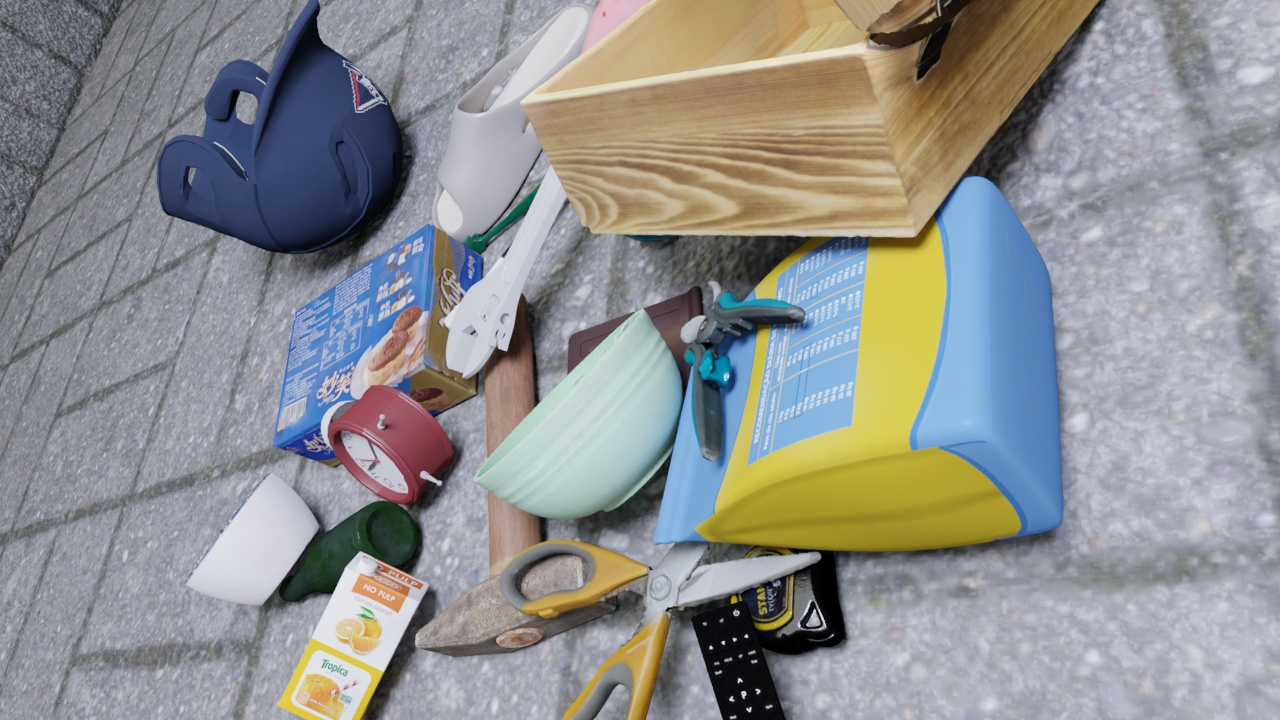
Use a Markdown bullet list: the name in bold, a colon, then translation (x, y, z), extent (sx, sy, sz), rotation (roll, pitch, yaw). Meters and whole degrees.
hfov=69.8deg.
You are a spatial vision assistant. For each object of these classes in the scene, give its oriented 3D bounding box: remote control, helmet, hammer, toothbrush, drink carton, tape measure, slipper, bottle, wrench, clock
- **remote control**: translation (0.061, 0.192, 0.457), extent (0.030, 0.009, 0.140), rotation (-21, 74, 11)
- **helmet**: translation (-0.362, -0.242, 0.972), extent (0.231, 0.223, 0.273), rotation (-100, 26, -53)
- **hammer**: translation (-0.103, 0.068, 0.699), extent (0.158, 0.037, 0.300), rotation (-29, 49, 27)
- **toothbrush**: translation (-0.106, -0.099, 0.789), extent (0.186, 0.012, 0.017), rotation (-52, 7, -12)
- **drink carton**: translation (-0.211, 0.208, 0.682), extent (0.122, 0.058, 0.040), rotation (-63, 4, 4)
- **tape measure**: translation (0.080, 0.128, 0.499), extent (0.061, 0.034, 0.061), rotation (-20, 52, 30)
- **slipper**: translation (-0.134, -0.241, 0.874), extent (0.266, 0.080, 0.113), rotation (-53, 46, 4)
- **bottle**: translation (-0.256, 0.171, 0.769), extent (0.175, 0.055, 0.055), rotation (-31, 48, 36)
- **wrench**: translation (-0.082, -0.109, 0.706), extent (0.273, 0.018, 0.087), rotation (-63, 32, 10)
- **clock**: translation (-0.209, 0.071, 0.747), extent (0.138, 0.096, 0.048), rotation (-15, 28, 47)
- **toothbrush**: translation (-0.095, -0.152, 0.834), extent (0.190, 0.016, 0.017), rotation (-35, 43, 22)

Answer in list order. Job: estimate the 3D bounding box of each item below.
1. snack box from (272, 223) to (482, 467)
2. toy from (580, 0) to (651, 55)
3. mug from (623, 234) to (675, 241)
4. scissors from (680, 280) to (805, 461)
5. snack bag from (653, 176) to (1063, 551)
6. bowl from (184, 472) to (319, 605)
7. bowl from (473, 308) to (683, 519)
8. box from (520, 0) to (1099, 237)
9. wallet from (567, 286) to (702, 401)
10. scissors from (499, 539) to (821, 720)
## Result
- **snack box**: translation (-0.242, -0.010, 0.847), extent (0.203, 0.069, 0.154), rotation (-26, 51, 30)
- **toy**: translation (0.019, -0.334, 0.781), extent (0.237, 0.096, 0.192), rotation (-49, 35, 21)
- **mug**: translation (0.015, -0.160, 0.699), extent (0.113, 0.083, 0.107), rotation (-25, 45, 2)
- **scissors**: translation (0.049, -0.011, 0.498), extent (0.125, 0.019, 0.153), rotation (-47, 24, 43)
- **snack bag**: translation (0.100, 0.016, 0.481), extent (0.206, 0.102, 0.158), rotation (-18, 44, 38)
- **bowl**: translation (-0.338, 0.165, 0.814), extent (0.116, 0.065, 0.116), rotation (-50, 12, 14)
- **bowl**: translation (-0.026, 0.045, 0.576), extent (0.151, 0.077, 0.151), rotation (-45, 6, 6)
- **box**: translation (0.086, -0.265, 0.454), extent (0.284, 0.324, 0.278), rotation (10, 46, 43)
- **wallet**: translation (-0.004, 0.004, 0.661), extent (0.116, 0.018, 0.091), rotation (-21, 53, 30)
- **scissors**: translation (-0.001, 0.150, 0.519), extent (0.226, 0.016, 0.216), rotation (-16, 54, 32)
